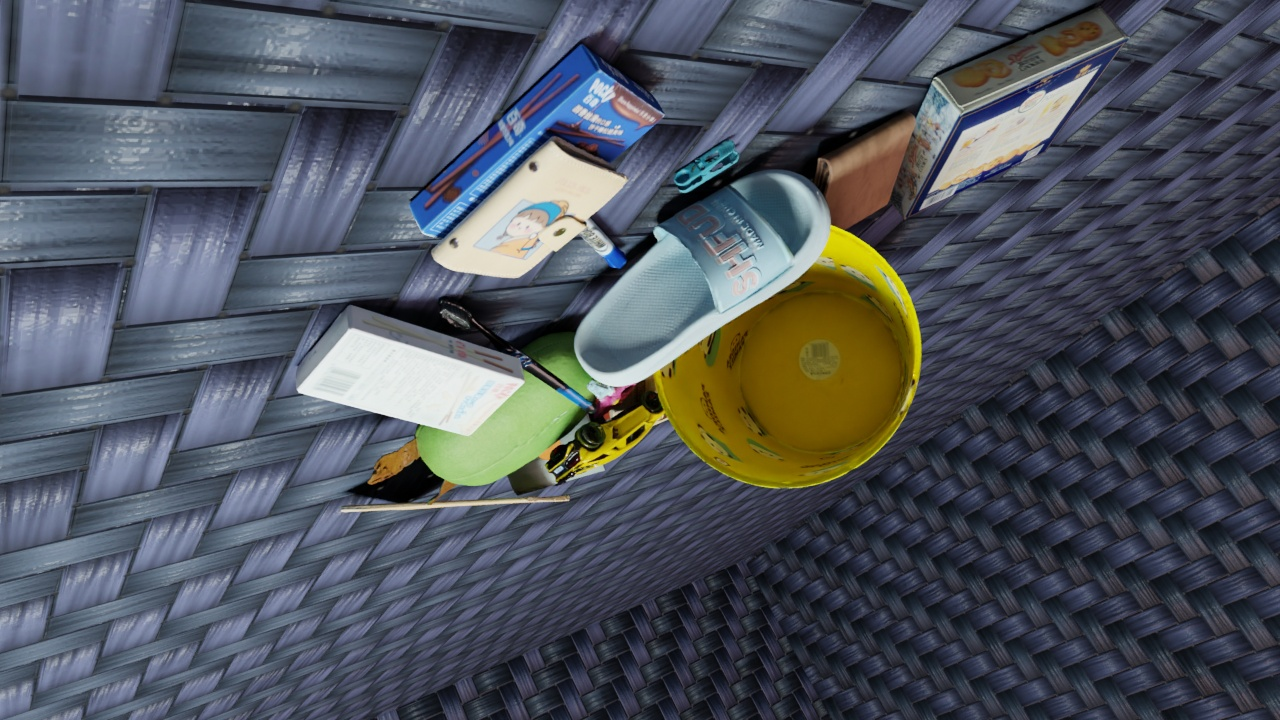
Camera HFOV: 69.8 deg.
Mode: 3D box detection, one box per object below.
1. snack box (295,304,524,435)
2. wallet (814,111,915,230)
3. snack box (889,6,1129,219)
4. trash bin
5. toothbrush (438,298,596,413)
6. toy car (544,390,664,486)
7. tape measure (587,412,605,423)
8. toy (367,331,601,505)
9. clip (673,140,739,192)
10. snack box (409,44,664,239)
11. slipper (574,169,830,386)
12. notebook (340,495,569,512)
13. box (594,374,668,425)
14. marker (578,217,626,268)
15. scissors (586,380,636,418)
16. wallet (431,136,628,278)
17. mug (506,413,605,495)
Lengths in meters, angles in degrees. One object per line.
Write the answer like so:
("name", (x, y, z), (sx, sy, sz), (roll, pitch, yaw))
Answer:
("snack box", (-0.179, 0.012, 0.725), (0.156, 0.026, 0.085), (19, 132, -40))
("wallet", (0.200, -0.163, 0.844), (0.101, 0.020, 0.115), (-29, 151, -17))
("snack box", (0.338, -0.229, 0.872), (0.177, 0.045, 0.183), (-25, 161, -10))
("trash bin", (0.158, 0.003, 0.894), (0.230, 0.229, 0.255), (-33, 166, 14))
("toothbrush", (-0.099, 0.002, 0.772), (0.014, 0.016, 0.189), (-36, 131, 18))
("toy car", (-0.026, 0.072, 0.895), (0.155, 0.041, 0.071), (-29, 173, -40))
("tape measure", (-0.065, 0.083, 1.117), (0.057, 0.039, 0.057), (-12, 148, -25))
("toy", (-0.133, 0.054, 0.876), (0.247, 0.090, 0.227), (-33, 149, 2))
("clip", (0.052, -0.152, 0.722), (0.056, 0.014, 0.043), (-31, 160, 9))
("snack box", (-0.067, -0.130, 0.595), (0.157, 0.026, 0.084), (-36, 159, 21))
("slipper", (0.040, -0.073, 0.758), (0.246, 0.104, 0.074), (-38, 152, 10))
("notebook", (-0.198, 0.157, 1.009), (0.208, 0.008, 0.147), (-5, 171, 13))
("box", (-0.006, 0.006, 0.969), (0.091, 0.076, 0.169), (-23, 154, -13))
("marker", (-0.040, -0.102, 0.717), (0.017, 0.017, 0.145), (-31, 160, 8))
("scissors", (-0.032, 0.029, 0.850), (0.057, 0.017, 0.133), (-41, 166, 0))
("wallet", (-0.070, -0.095, 0.602), (0.115, 0.024, 0.087), (-39, 154, 23))
("mug", (-0.099, 0.105, 1.042), (0.103, 0.083, 0.124), (-18, 159, -3))
